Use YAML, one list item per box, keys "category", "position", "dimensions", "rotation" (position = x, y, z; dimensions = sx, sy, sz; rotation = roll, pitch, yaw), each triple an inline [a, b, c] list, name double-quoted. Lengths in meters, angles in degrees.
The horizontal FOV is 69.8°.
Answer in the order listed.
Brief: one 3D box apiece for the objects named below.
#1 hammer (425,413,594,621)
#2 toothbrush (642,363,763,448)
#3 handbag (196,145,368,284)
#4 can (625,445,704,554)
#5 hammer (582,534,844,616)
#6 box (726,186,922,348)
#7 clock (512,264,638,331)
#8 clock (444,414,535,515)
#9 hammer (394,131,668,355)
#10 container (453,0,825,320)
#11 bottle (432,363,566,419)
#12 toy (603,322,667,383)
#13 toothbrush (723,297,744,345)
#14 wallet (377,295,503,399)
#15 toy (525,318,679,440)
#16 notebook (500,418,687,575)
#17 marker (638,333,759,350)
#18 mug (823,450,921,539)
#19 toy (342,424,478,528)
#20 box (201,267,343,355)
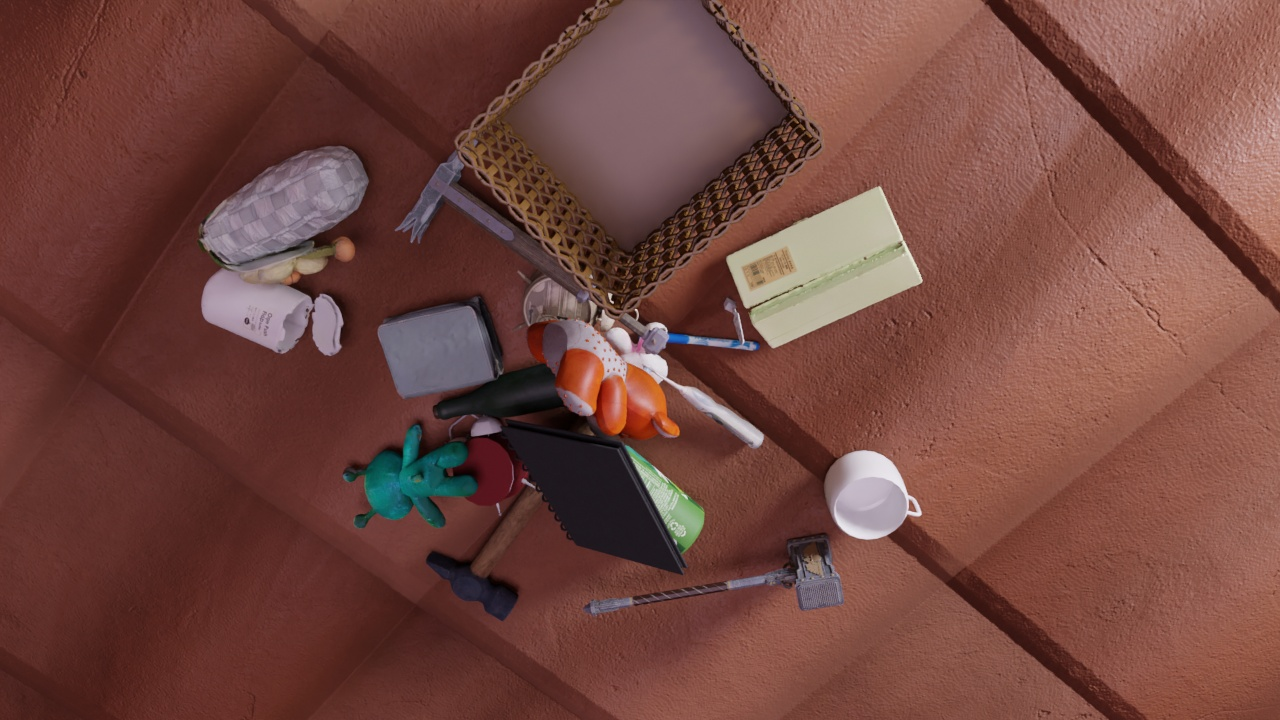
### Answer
- category: "hammer"
  position: [-0.146, 0.184, 1.159]
  dimensions: [0.129, 0.040, 0.322]
  rotation: [34, 109, -7]
- category: "toothbrush"
  position: [0.074, 0.051, 1.082]
  dimensions: [0.185, 0.022, 0.024]
  rotation: [34, 79, -24]
- category: "handbag"
  position: [-0.368, -0.151, 0.990]
  dimensions: [0.172, 0.112, 0.123]
  rotation: [-25, 108, 11]
- category: "can"
  position: [0.001, 0.171, 1.119]
  dimensions: [0.144, 0.083, 0.083]
  rotation: [41, 108, -13]
- category: "hammer"
  position: [0.085, 0.287, 1.154]
  dimensions: [0.322, 0.098, 0.044]
  rotation: [-11, 111, 7]
- category: "box"
  position: [0.202, -0.095, 1.010]
  dimensions: [0.188, 0.061, 0.133]
  rotation: [-23, 107, 18]
- category: "clock"
  position: [-0.073, -0.059, 1.045]
  dimensions: [0.141, 0.054, 0.093]
  rotation: [9, 111, 1]
- category: "clock"
  position: [-0.188, 0.123, 1.119]
  dimensions: [0.087, 0.044, 0.124]
  rotation: [-37, 82, 18]
- category: "hammer"
  position: [-0.099, -0.110, 0.997]
  dimensions: [0.317, 0.028, 0.147]
  rotation: [36, 99, 4]
- category: "container"
  position: [0.002, -0.225, 0.887]
  dimensions: [0.252, 0.213, 0.219]
  rotation: [-39, 105, 16]
- category: "bottle"
  position: [-0.164, 0.043, 1.091]
  dimensions: [0.174, 0.055, 0.055]
  rotation: [-13, 111, 9]
- category: "toy"
  position: [-0.006, 0.006, 1.075]
  dimensions: [0.076, 0.037, 0.126]
  rotation: [-2, 131, -2]
- category: "toothbrush"
  position: [0.099, -0.043, 0.975]
  dimensions: [0.010, 0.181, 0.010]
  rotation: [26, 105, -5]
- category: "wallet"
  position: [-0.233, -0.015, 1.072]
  dimensions: [0.132, 0.054, 0.100]
  rotation: [-12, 102, 9]
- category: "toy"
  position: [-0.042, 0.030, 0.991]
  dimensions: [0.172, 0.164, 0.093]
  rotation: [38, 93, -33]
- category: "notebook"
  position: [-0.054, 0.158, 1.053]
  dimensions: [0.169, 0.019, 0.232]
  rotation: [8, 140, 33]
- category: "marker"
  position: [0.069, -0.023, 1.076]
  dimensions: [0.142, 0.013, 0.013]
  rotation: [6, 112, 0]
- category: "mug"
  position: [0.283, 0.164, 1.112]
  dimensions: [0.115, 0.068, 0.094]
  rotation: [14, 112, -3]
- category: "toy"
  position: [-0.282, 0.147, 1.114]
  dimensions: [0.194, 0.072, 0.130]
  rotation: [-16, 88, 29]
- category: "box"
  position: [-0.411, -0.053, 1.052]
  dimensions: [0.160, 0.091, 0.081]
  rotation: [26, 107, 0]
